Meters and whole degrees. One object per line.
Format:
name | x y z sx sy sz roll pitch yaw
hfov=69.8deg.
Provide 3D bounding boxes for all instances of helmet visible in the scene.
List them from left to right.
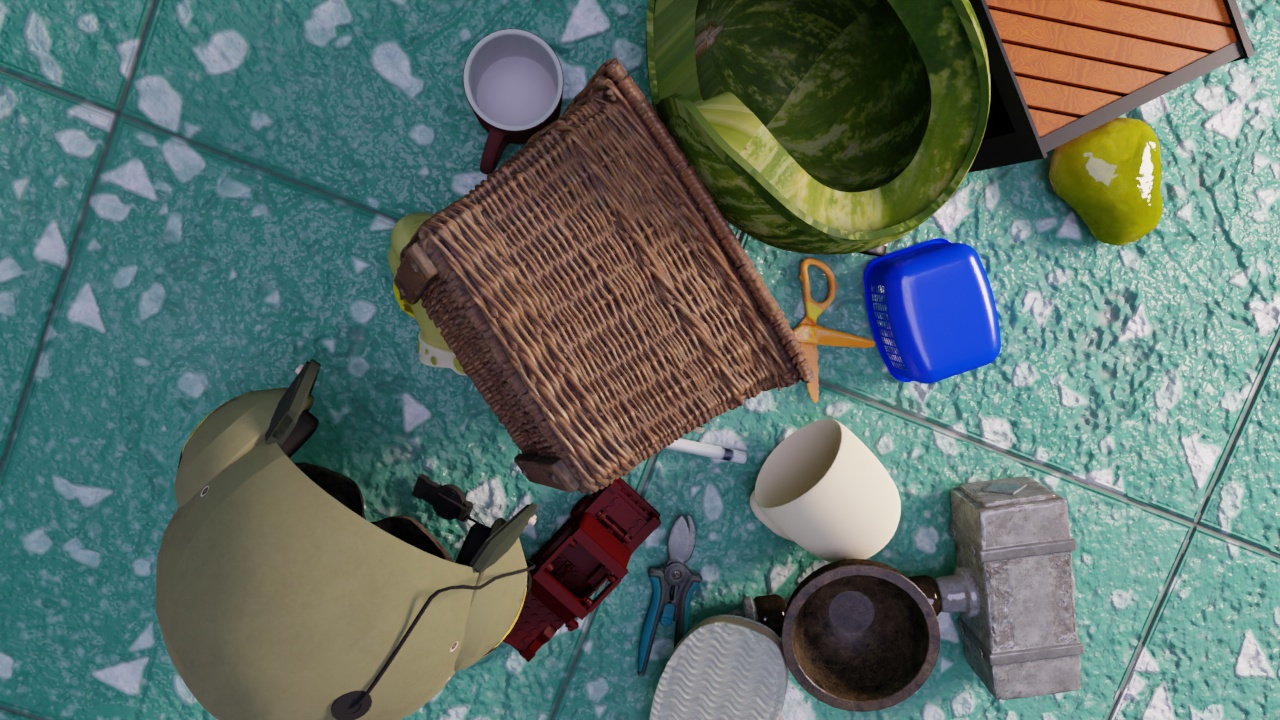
helmet | -0.213 0.142 0.643 0.250 0.255 0.233 34 89 -7
helmet | 0.119 -0.194 0.653 0.213 0.247 0.243 -44 127 11

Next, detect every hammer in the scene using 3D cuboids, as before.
hammer | 0.210 0.210 0.799 0.326 0.079 0.177 -8 98 1

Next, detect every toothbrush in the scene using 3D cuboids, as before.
toothbrush | 0.002 0.067 0.786 0.186 0.017 0.012 12 122 -7

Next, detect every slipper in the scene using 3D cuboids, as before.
slipper | -0.139 -0.028 0.736 0.082 0.091 0.190 -33 95 31
slipper | 0.061 0.330 0.794 0.115 0.052 0.263 17 110 9

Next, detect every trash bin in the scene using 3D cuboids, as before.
trash bin | 0.327 -0.252 0.715 0.172 0.139 0.140 -26 99 -2

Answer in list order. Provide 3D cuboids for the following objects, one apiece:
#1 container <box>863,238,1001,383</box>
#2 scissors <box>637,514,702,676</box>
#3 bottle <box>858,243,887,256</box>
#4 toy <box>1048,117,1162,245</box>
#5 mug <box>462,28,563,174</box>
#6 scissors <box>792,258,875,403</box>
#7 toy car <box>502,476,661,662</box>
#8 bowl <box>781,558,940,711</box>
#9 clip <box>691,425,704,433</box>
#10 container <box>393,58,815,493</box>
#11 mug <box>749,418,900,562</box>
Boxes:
container | 0.249 -0.040 0.775 0.096 0.058 0.114 -18 98 -3
scissors | 0.022 0.211 0.804 0.146 0.019 0.133 -34 100 0
bottle | 0.205 -0.160 0.763 0.043 0.043 0.144 11 96 -7
toy | 0.400 -0.148 0.780 0.090 0.051 0.110 -24 101 0
mug | -0.102 -0.194 0.710 0.073 0.082 0.106 19 95 -8
scissors | 0.139 -0.024 0.790 0.131 0.011 0.125 -8 96 -3
toy car | -0.059 0.178 0.770 0.070 0.062 0.170 44 91 -9
bowl | 0.173 0.213 0.740 0.121 0.056 0.121 1 99 6
clip | 0.021 0.041 0.782 0.076 0.023 0.044 14 97 -5
container | -0.040 -0.036 0.639 0.183 0.162 0.250 -36 99 -18
mug | 0.155 0.122 0.773 0.100 0.096 0.120 43 129 -17
